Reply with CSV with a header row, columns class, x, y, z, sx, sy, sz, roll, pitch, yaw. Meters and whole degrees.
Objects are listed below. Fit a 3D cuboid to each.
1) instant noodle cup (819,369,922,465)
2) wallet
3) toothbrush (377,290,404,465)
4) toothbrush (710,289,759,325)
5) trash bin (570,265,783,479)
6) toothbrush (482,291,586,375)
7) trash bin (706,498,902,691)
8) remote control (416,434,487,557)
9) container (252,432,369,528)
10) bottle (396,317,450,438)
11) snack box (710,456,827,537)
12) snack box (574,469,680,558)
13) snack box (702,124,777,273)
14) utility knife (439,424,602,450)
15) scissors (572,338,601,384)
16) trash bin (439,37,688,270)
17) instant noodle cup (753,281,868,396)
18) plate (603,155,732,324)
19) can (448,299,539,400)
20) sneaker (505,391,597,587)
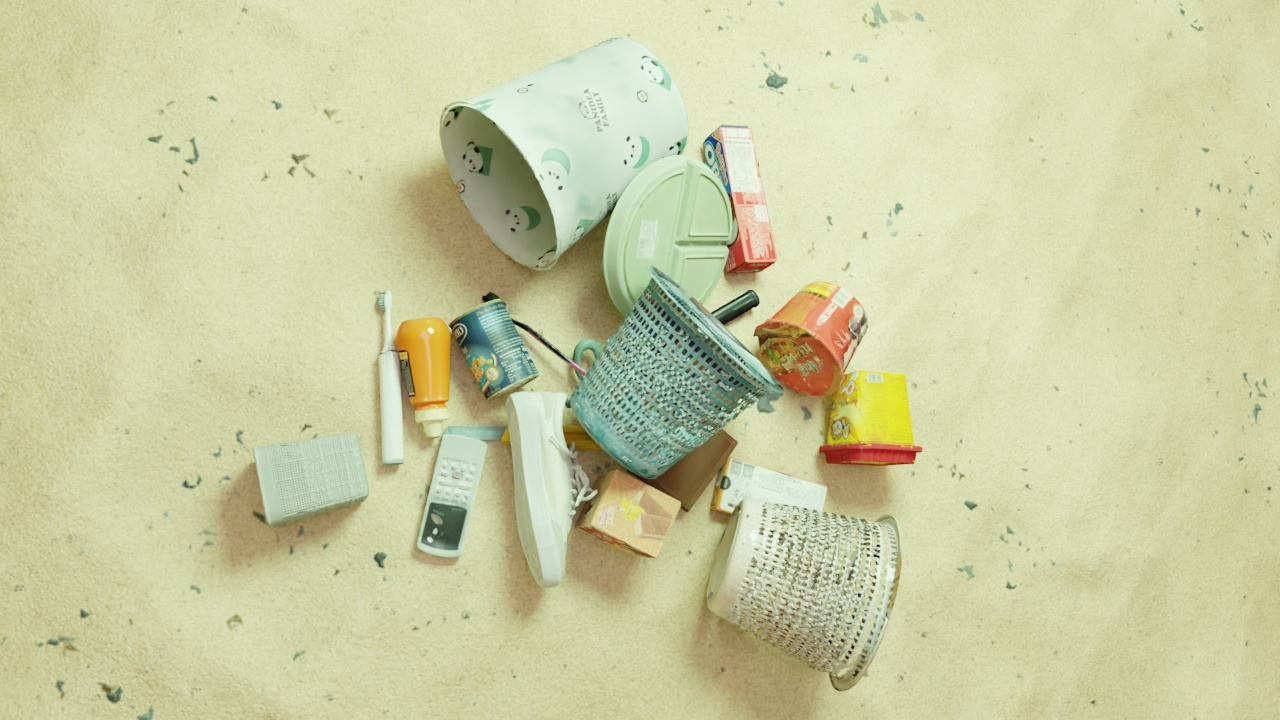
class,x,y,z,sx,sy,sz,roll,pitch,yaw
instant noodle cup,0.315,0.080,1.263,0.116,0.116,0.123,4,81,-15
wallet,0.056,0.125,1.222,0.101,0.032,0.124,38,80,-5
toothbrush,-0.313,0.020,1.145,0.026,0.026,0.221,-9,79,21
toothbrush,0.073,-0.040,1.271,0.212,0.026,0.027,-29,81,-16
trash bin,0.028,0.028,1.129,0.226,0.226,0.195,43,99,-4
toothbrush,-0.130,-0.030,1.202,0.189,0.014,0.017,37,62,5
trash bin,0.195,0.273,1.153,0.192,0.228,0.227,19,73,2
remote control,-0.233,0.167,1.135,0.058,0.021,0.150,13,78,-12
container,-0.381,0.136,1.069,0.114,0.090,0.090,-11,82,-21
bottle,-0.265,0.023,1.144,0.066,0.067,0.149,-6,87,-17
snack box,0.176,0.188,1.250,0.153,0.026,0.075,18,74,-12
snack box,-0.017,0.195,1.157,0.094,0.093,0.077,29,72,-9
snack box,0.142,-0.230,1.310,0.058,0.057,0.207,-5,79,-26
utility knife,-0.141,0.098,1.184,0.230,0.015,0.033,3,76,-14
scissors,-0.003,0.005,1.228,0.170,0.019,0.174,33,83,-14
trash bin,-0.089,-0.278,1.181,0.251,0.230,0.229,-38,90,-26
instant noodle cup,0.243,-0.035,1.265,0.138,0.138,0.108,44,62,-3
plate,0.044,-0.153,1.210,0.229,0.027,0.230,-21,122,-39
can,-0.184,-0.012,1.163,0.075,0.075,0.111,-26,87,-20
sneaker,-0.107,0.156,1.141,0.090,0.090,0.242,-5,82,-20
